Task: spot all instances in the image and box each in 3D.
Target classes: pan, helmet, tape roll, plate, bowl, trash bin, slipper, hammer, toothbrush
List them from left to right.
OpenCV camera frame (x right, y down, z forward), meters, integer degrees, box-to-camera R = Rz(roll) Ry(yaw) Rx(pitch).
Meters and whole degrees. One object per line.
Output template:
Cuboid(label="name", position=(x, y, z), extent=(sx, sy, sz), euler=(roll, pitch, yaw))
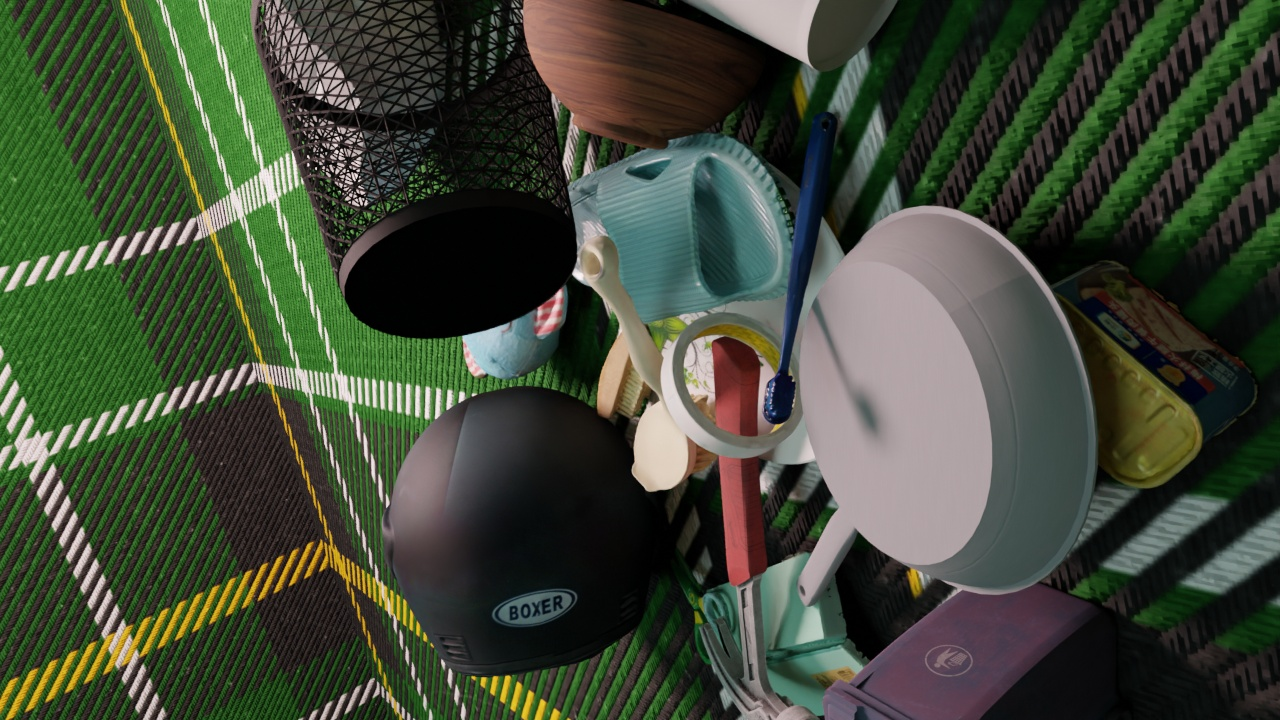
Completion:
Cuboid(label="helmet", position=(-0.290, -0.282, 0.893), extent=(0.224, 0.183, 0.283), euler=(48, 138, 38))
Cuboid(label="trash bin", position=(-0.156, -0.162, 0.678), extent=(0.218, 0.216, 0.243), euler=(123, 134, -55))
Cuboid(label="helmet", position=(-0.110, 0.143, 0.868), extent=(0.316, 0.249, 0.236), euler=(152, 106, -84))
Cuboid(label="bowl", position=(-0.005, -0.167, 0.553), extent=(0.147, 0.147, 0.069), euler=(28, 108, 46))
Cuboid(label="slipper", position=(0.000, -0.087, 0.633), extent=(0.277, 0.069, 0.116), euler=(5, 111, 57))
Cuboid(label="tape roll", position=(0.059, 0.015, 0.580), extent=(0.094, 0.093, 0.019), euler=(60, 149, 11))
Cuboid(label="hammer", position=(0.077, 0.132, 0.680), extent=(0.126, 0.036, 0.316), euler=(29, 130, 59))
Cuboid(label="plate", position=(0.078, -0.039, 0.641), extent=(0.229, 0.030, 0.230), euler=(36, 138, 41))
Cuboid(label="toothbrush", position=(0.091, -0.056, 0.510), extent=(0.017, 0.016, 0.189), euler=(104, 179, -72))
Cuboid(label="pan", position=(0.131, 0.070, 0.534), extent=(0.358, 0.050, 0.200), euler=(106, 147, -50))
Cuboid(label="trash bin", position=(0.184, 0.195, 0.507), extent=(0.094, 0.160, 0.092), euler=(16, 123, 53))

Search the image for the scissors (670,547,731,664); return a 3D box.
Cuboid(label="scissors", position=(0.052, 0.211, 0.833), extent=(0.130, 0.014, 0.071), euler=(-116, 35, -49))

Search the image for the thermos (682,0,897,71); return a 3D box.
Cuboid(label="thermos", position=(0.033, -0.248, 0.491), extent=(0.222, 0.131, 0.132), euler=(42, 142, 22))

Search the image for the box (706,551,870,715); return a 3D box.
Cuboid(label="box", position=(0.121, 0.234, 0.749), extent=(0.138, 0.057, 0.187), euler=(65, 151, 14))

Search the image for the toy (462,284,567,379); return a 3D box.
Cuboid(label="toy", position=(-0.142, -0.070, 0.898), extent=(0.184, 0.114, 0.180), euler=(-28, 75, 50))

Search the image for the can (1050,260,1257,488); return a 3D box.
Cuboid(label="can", position=(0.220, 0.003, 0.422), extent=(0.100, 0.058, 0.054), euler=(50, 146, 25))

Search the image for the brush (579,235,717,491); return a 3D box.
Cuboid(label="brush", position=(0.005, 0.008, 0.623), extent=(0.062, 0.077, 0.272), euler=(31, 158, 29))

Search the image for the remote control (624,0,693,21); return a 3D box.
Cuboid(label="remote control", position=(-0.015, -0.224, 0.565), extent=(0.058, 0.133, 0.013), euler=(41, 115, 33))

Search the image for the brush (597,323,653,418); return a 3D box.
Cuboid(label="brush", position=(-0.005, 0.005, 0.783), extent=(0.039, 0.049, 0.117), euler=(32, 139, 10))
